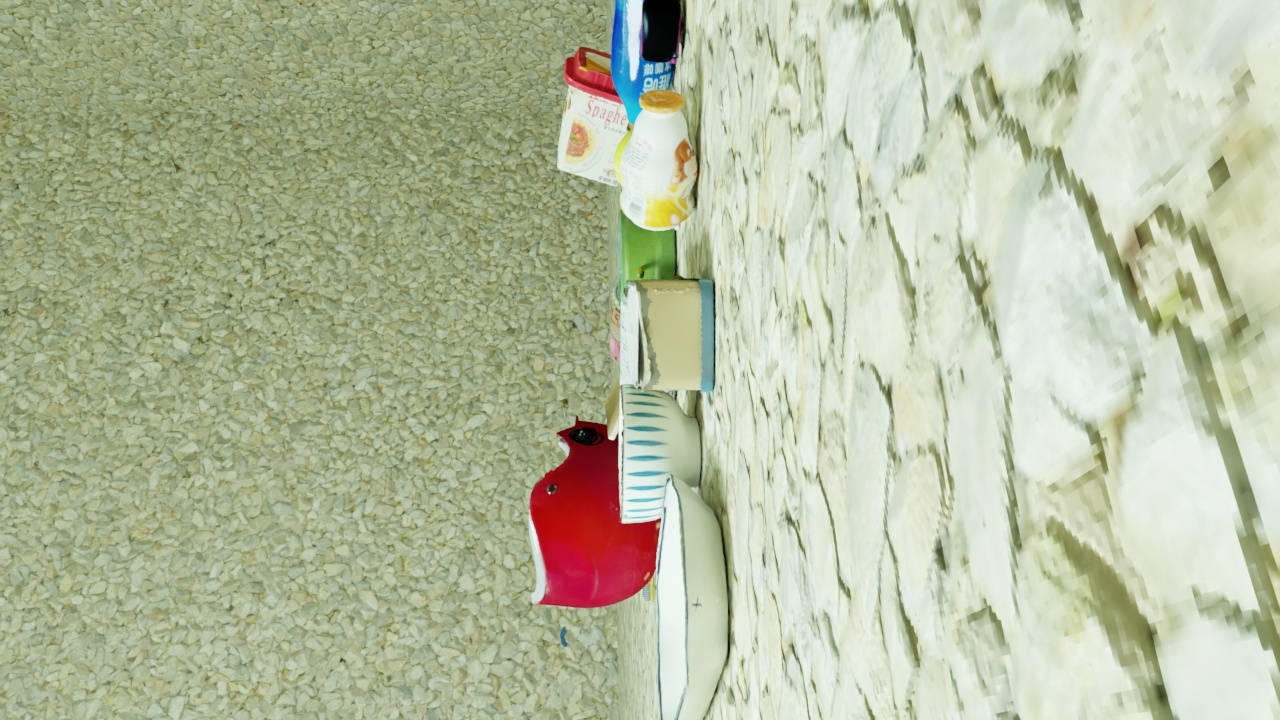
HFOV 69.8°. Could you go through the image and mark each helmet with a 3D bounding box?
[{"bbox_3d":[-0.036,0.176,1.058,0.239,0.144,0.207,-71,-14,-55],"label":"helmet"}]

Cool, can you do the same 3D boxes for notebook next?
[{"bbox_3d":[-0.006,0.006,1.081,0.207,0.008,0.148,-111,47,-81],"label":"notebook"}]

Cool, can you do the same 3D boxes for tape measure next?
[{"bbox_3d":[0.020,-0.302,0.838,0.057,0.039,0.057,-87,-1,-53],"label":"tape measure"}]

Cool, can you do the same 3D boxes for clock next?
[{"bbox_3d":[0.004,-0.106,0.992,0.161,0.056,0.116,101,169,-75],"label":"clock"}]

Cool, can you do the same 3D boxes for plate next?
[{"bbox_3d":[0.036,0.199,0.706,0.266,0.034,0.161,94,175,-53],"label":"plate"}]

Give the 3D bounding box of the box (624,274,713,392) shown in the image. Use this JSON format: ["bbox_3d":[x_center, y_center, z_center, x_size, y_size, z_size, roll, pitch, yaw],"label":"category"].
[{"bbox_3d":[0.021,-0.024,0.735,0.184,0.061,0.090,-127,35,-81],"label":"box"}]

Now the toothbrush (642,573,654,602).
[{"bbox_3d":[0.010,0.233,1.254,0.016,0.018,0.191,115,154,-78],"label":"toothbrush"}]

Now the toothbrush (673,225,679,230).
[{"bbox_3d":[0.025,-0.198,0.947,0.021,0.029,0.188,-39,34,31],"label":"toothbrush"}]

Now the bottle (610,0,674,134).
[{"bbox_3d":[0.004,-0.316,0.905,0.065,0.065,0.219,-95,4,-51],"label":"bottle"}]

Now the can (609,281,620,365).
[{"bbox_3d":[-0.012,-0.050,1.244,0.147,0.058,0.057,95,173,-59],"label":"can"}]

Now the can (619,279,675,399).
[{"bbox_3d":[0.008,-0.005,0.921,0.058,0.058,0.147,-96,7,-58],"label":"can"}]

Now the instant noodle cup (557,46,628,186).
[{"bbox_3d":[-0.043,-0.279,1.059,0.116,0.116,0.124,-96,23,-58],"label":"instant noodle cup"}]

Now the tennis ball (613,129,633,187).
[{"bbox_3d":[0.009,-0.178,0.824,0.065,0.065,0.065,177,93,-87],"label":"tennis ball"}]

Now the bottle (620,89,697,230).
[{"bbox_3d":[0.015,-0.161,0.742,0.063,0.063,0.109,-95,5,-49],"label":"bottle"}]

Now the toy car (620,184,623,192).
[{"bbox_3d":[0.001,-0.175,1.085,0.031,0.049,0.105,30,-121,-89],"label":"toy car"}]

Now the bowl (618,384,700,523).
[{"bbox_3d":[0.015,0.078,0.770,0.116,0.066,0.116,177,93,-87],"label":"bowl"}]
